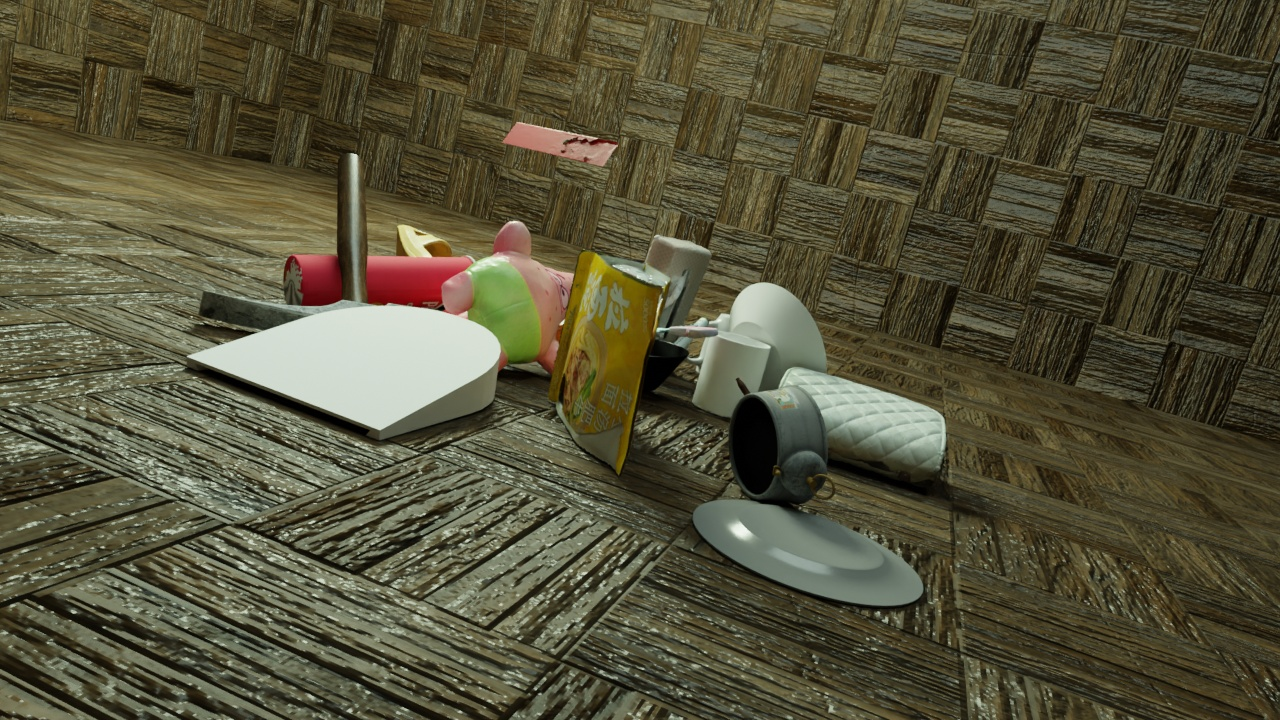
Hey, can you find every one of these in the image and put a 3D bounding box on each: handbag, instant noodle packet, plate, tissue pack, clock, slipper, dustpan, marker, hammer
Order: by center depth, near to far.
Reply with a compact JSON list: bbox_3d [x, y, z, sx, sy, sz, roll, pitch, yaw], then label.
[{"bbox_3d":[0.127,0.138,0.699,0.178,0.012,0.178,14,10,-3],"label":"plate"},{"bbox_3d":[0.123,0.078,0.784,0.056,0.104,0.148,0,20,-21],"label":"clock"},{"bbox_3d":[-0.022,-0.005,0.839,0.084,0.163,0.221,13,10,-14],"label":"instant noodle packet"},{"bbox_3d":[-0.240,0.014,0.843,0.192,0.053,0.257,18,22,17],"label":"dustpan"},{"bbox_3d":[-0.359,-0.139,1.022,0.217,0.037,0.300,9,45,-28],"label":"hammer"},{"bbox_3d":[0.240,0.078,1.034,0.195,0.072,0.138,17,19,12],"label":"handbag"},{"bbox_3d":[0.157,-0.009,1.160,0.036,0.174,0.174,-20,29,-32],"label":"plate"},{"bbox_3d":[0.031,-0.072,1.240,0.071,0.181,0.103,34,18,29],"label":"tissue pack"},{"bbox_3d":[0.053,-0.021,1.259,0.017,0.017,0.146,20,41,27],"label":"marker"},{"bbox_3d":[-0.302,-0.129,1.297,0.078,0.100,0.263,-4,21,-21],"label":"slipper"}]

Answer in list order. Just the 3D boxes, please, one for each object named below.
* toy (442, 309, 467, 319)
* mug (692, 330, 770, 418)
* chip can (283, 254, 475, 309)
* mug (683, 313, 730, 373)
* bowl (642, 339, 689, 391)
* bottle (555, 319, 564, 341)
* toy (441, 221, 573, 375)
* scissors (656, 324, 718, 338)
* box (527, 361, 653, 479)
[{"bbox_3d":[-0.199,-0.037,1.100,0.091,0.045,0.135,17,9,1],"label":"toy"},{"bbox_3d":[0.110,0.014,1.130,0.074,0.090,0.110,14,10,-3],"label":"mug"},{"bbox_3d":[-0.305,-0.091,1.096,0.220,0.069,0.069,-4,20,-38],"label":"chip can"},{"bbox_3d":[0.111,-0.022,1.335,0.107,0.089,0.071,10,11,-24],"label":"mug"},{"bbox_3d":[-0.006,0.006,1.105,0.124,0.052,0.124,8,11,-2],"label":"bowl"},{"bbox_3d":[-0.084,-0.032,1.183,0.063,0.063,0.108,18,11,18],"label":"bottle"},{"bbox_3d":[-0.127,-0.065,1.061,0.097,0.192,0.236,-18,5,31],"label":"toy"},{"bbox_3d":[0.016,-0.035,1.104,0.175,0.013,0.171,-6,8,-24],"label":"scissors"},{"bbox_3d":[-0.102,0.017,1.468,0.213,0.375,0.147,22,45,35],"label":"box"}]
